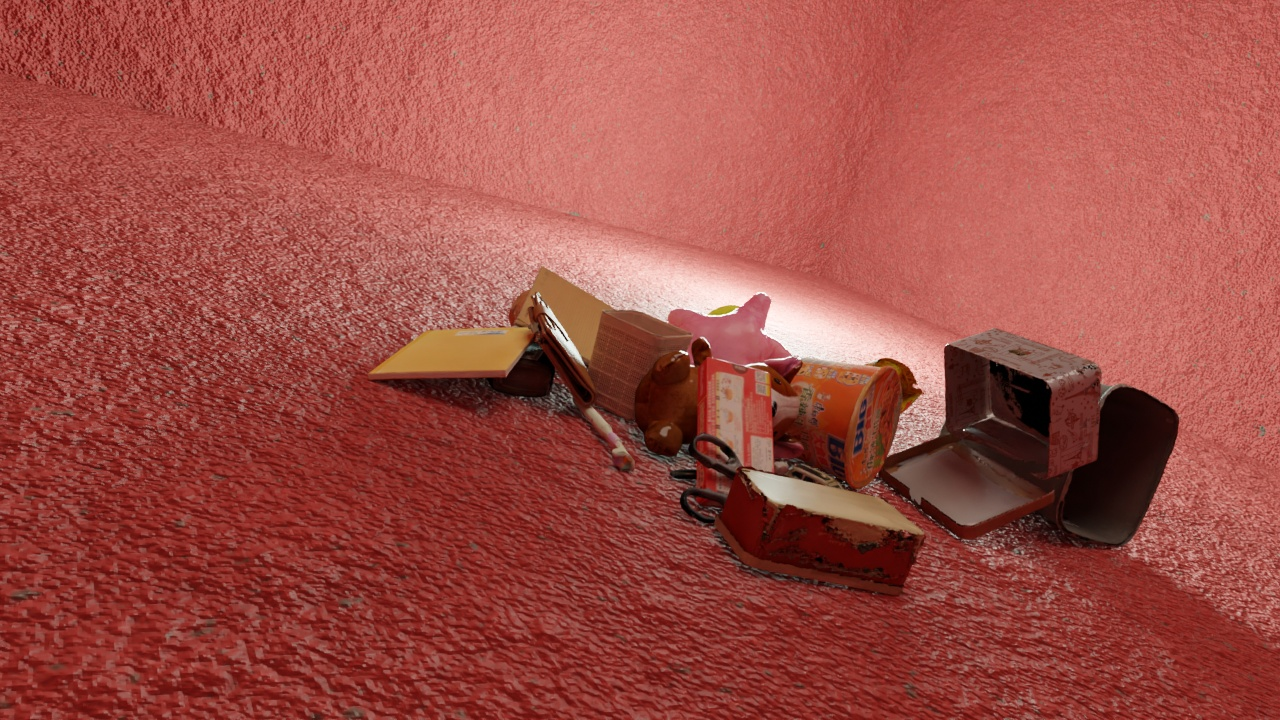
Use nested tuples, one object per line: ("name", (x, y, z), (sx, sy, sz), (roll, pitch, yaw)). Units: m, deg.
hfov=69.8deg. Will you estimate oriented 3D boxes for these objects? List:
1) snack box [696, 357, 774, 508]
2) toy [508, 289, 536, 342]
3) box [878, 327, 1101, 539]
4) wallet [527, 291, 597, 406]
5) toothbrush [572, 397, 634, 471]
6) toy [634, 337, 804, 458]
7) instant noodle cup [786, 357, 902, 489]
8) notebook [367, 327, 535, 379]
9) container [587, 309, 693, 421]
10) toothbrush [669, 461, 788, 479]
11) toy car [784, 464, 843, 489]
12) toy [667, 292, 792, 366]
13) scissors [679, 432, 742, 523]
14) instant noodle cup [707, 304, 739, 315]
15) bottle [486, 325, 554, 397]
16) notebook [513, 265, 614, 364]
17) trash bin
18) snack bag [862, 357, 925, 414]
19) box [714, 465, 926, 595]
("snack box", (0.094, 0.074, 0.915), (0.075, 0.026, 0.152), (13, 59, -18))
("toy", (-0.073, -0.039, 1.287), (0.226, 0.083, 0.143), (19, 27, -7))
("box", (0.402, 0.071, 1.080), (0.205, 0.158, 0.181), (-20, 25, -14))
("wallet", (-0.093, -0.015, 1.051), (0.108, 0.031, 0.131), (58, 0, -25))
("toothbrush", (-0.045, 0.072, 0.983), (0.029, 0.020, 0.189), (45, -1, -26))
("toy", (0.097, 0.049, 1.017), (0.199, 0.140, 0.131), (7, -2, -25))
("instant noodle cup", (0.232, 0.067, 1.105), (0.111, 0.151, 0.151), (17, 10, 34))
("notebook", (-0.198, -0.011, 1.022), (0.146, 0.010, 0.206), (-1, 14, 4))
("container", (-0.006, 0.006, 1.093), (0.090, 0.111, 0.090), (24, 15, 28))
("toothbrush", (0.098, 0.119, 0.981), (0.180, 0.018, 0.016), (4, 22, -41))
("toy car", (0.194, 0.142, 0.969), (0.090, 0.035, 0.042), (28, 18, 31))
("toy", (0.114, -0.008, 1.305), (0.194, 0.178, 0.075), (-12, -28, 1))
("scissors", (0.112, 0.126, 0.870), (0.162, 0.014, 0.165), (-21, 75, -33))
("instant noodle cup", (0.155, -0.010, 1.409), (0.111, 0.112, 0.123), (10, 23, -31))
("bottle", (-0.147, -0.004, 1.107), (0.080, 0.044, 0.195), (8, 13, -11))
("notebook", (-0.056, -0.037, 1.208), (0.211, 0.012, 0.149), (30, 32, -11))
("trash bin", (0.540, 0.112, 1.219), (0.198, 0.198, 0.220), (19, 3, -34))
("snack bag", (0.276, 0.052, 1.250), (0.128, 0.073, 0.208), (11, -16, -25))
("box", (0.162, 0.143, 0.811), (0.168, 0.077, 0.091), (14, 13, -21))
